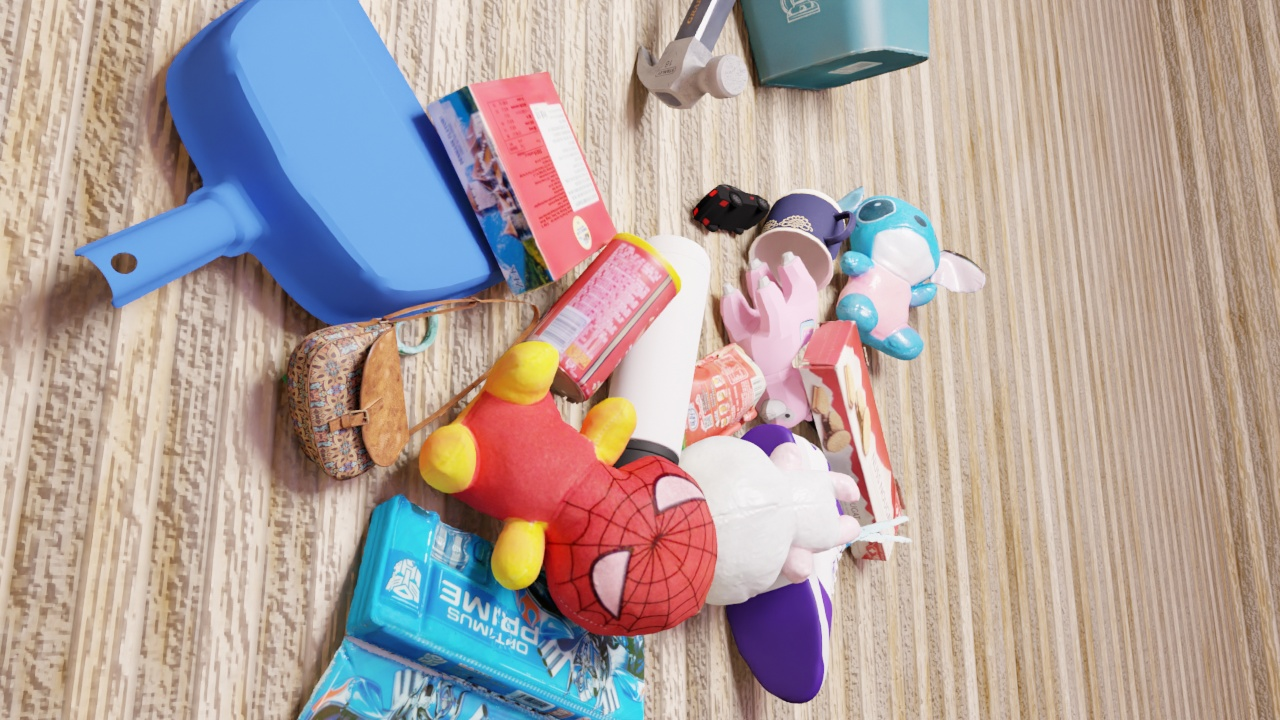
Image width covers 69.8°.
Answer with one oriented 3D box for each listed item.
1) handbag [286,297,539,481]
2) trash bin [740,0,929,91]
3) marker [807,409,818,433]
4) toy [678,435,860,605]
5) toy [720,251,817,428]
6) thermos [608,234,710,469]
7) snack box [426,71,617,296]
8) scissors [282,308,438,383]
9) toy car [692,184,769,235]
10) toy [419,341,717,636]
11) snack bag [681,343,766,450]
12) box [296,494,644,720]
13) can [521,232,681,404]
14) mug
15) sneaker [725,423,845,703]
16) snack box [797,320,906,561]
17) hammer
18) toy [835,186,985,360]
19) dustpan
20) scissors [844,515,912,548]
[{"bbox_3d":[-0.131,0.005,0.596,0.195,0.043,0.094,-28,128,-44],"label":"handbag"},{"bbox_3d":[0.206,-0.419,0.984,0.198,0.197,0.218,-14,98,-47],"label":"trash bin"},{"bbox_3d":[0.214,0.093,0.996,0.123,0.015,0.018,45,47,-27],"label":"marker"},{"bbox_3d":[0.097,0.128,0.763,0.179,0.102,0.138,-3,74,-13],"label":"toy"},{"bbox_3d":[0.136,-0.017,0.900,0.123,0.067,0.157,-40,115,-46],"label":"toy"},{"bbox_3d":[-0.004,0.004,0.746,0.101,0.069,0.229,18,64,-16],"label":"thermos"},{"bbox_3d":[-0.080,-0.135,0.681,0.145,0.040,0.142,67,23,-13],"label":"snack box"},{"bbox_3d":[-0.177,-0.009,0.603,0.108,0.012,0.131,30,59,-39],"label":"scissors"},{"bbox_3d":[0.089,-0.151,0.899,0.091,0.042,0.036,-4,59,-48],"label":"toy car"},{"bbox_3d":[-0.040,0.098,0.623,0.216,0.099,0.147,44,75,-9],"label":"toy"},{"bbox_3d":[0.051,0.043,0.818,0.154,0.044,0.087,-27,104,-42],"label":"snack bag"},{"bbox_3d":[-0.094,0.216,0.606,0.243,0.060,0.175,38,56,-34],"label":"box"},{"bbox_3d":[-0.030,-0.033,0.695,0.124,0.067,0.067,-50,119,-18],"label":"can"},{"bbox_3d":[0.174,-0.131,0.933,0.085,0.112,0.089,46,48,-23],"label":"mug"},{"bbox_3d":[0.145,0.186,0.853,0.111,0.092,0.244,18,65,-50],"label":"sneaker"},{"bbox_3d":[0.220,0.087,0.932,0.076,0.044,0.273,-57,136,-42],"label":"snack box"},{"bbox_3d":[0.090,-0.369,0.834,0.035,0.139,0.312,32,77,-38],"label":"hammer"},{"bbox_3d":[0.296,-0.096,1.064,0.224,0.099,0.191,25,68,-25],"label":"toy"},{"bbox_3d":[-0.206,-0.101,0.533,0.245,0.060,0.256,60,27,-16],"label":"dustpan"},{"bbox_3d":[0.212,0.185,0.918,0.135,0.016,0.083,5,74,-4],"label":"scissors"}]
